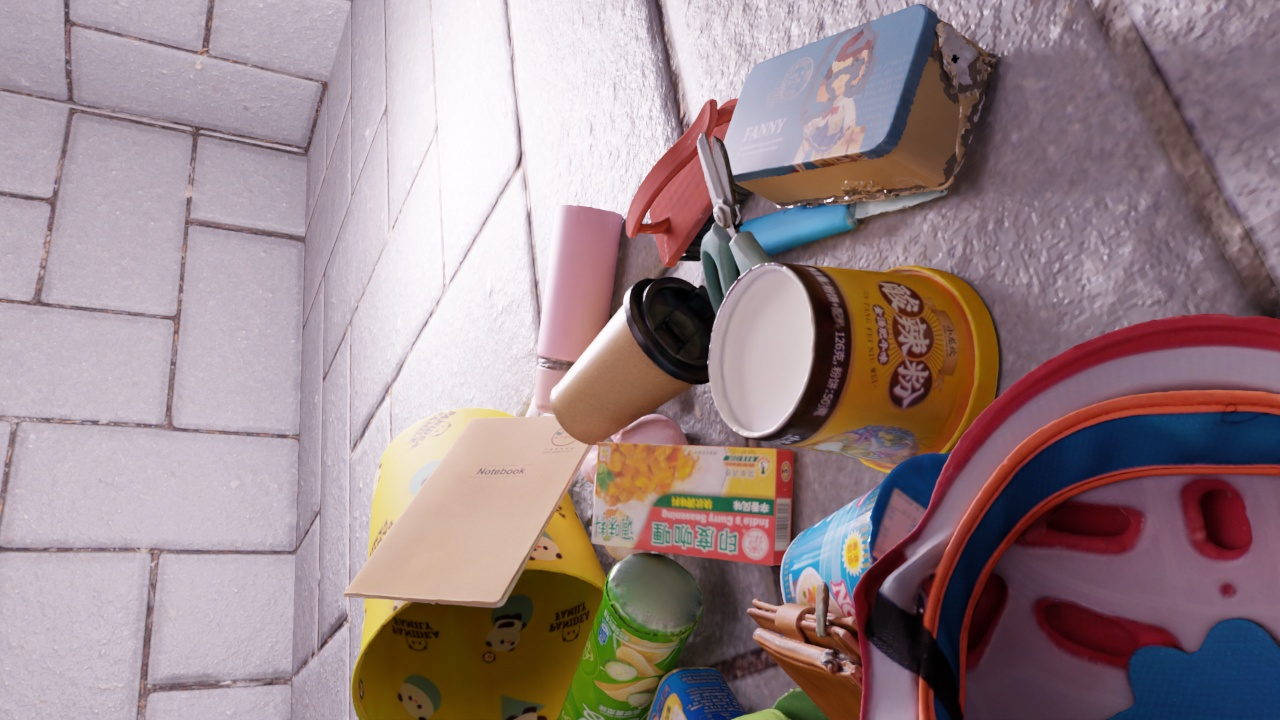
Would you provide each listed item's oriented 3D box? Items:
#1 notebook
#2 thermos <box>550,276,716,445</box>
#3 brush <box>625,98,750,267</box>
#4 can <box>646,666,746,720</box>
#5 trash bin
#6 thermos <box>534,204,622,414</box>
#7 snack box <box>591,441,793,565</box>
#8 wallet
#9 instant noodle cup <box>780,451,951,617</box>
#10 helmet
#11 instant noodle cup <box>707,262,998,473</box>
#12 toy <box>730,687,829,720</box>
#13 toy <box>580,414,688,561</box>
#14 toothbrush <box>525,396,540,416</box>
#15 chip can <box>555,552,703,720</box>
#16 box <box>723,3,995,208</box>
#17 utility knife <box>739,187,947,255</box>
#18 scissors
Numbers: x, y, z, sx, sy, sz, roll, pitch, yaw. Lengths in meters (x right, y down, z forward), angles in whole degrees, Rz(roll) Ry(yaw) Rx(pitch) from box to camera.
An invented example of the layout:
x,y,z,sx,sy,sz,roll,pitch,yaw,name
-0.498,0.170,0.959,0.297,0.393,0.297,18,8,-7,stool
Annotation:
x,y,z,sx,sy,sz,roll,pitch,yaw,name
-0.126,0.112,0.736,0.148,0.008,0.207,-4,35,27,notebook
-0.004,0.004,0.711,0.144,0.093,0.093,-41,48,35,thermos
0.044,-0.139,0.696,0.146,0.069,0.063,-51,42,45,brush
0.041,0.276,0.631,0.083,0.057,0.102,49,126,57,can
-0.147,0.189,0.841,0.255,0.229,0.230,-117,42,-55,trash bin
-0.061,-0.046,0.889,0.087,0.067,0.198,-36,-48,-85,thermos
0.033,0.098,0.651,0.156,0.027,0.077,-2,82,38,snack box
0.102,0.157,0.440,0.119,0.035,0.131,49,164,0,wallet
0.129,0.109,0.472,0.110,0.099,0.099,134,135,-60,instant noodle cup
0.186,0.116,0.296,0.207,0.144,0.239,-11,43,39,helmet
0.109,0.000,0.499,0.119,0.114,0.118,-24,63,58,instant noodle cup
0.084,0.315,0.508,0.228,0.089,0.246,-30,62,45,toy
-0.008,0.091,0.760,0.121,0.054,0.159,-62,31,17,toy
-0.103,0.040,0.922,0.179,0.016,0.016,-84,5,-61,toothbrush
-0.015,0.239,0.697,0.072,0.072,0.222,-116,35,-45,chip can
0.118,-0.145,0.556,0.184,0.061,0.089,6,76,60,box
0.117,-0.092,0.602,0.218,0.018,0.034,-7,62,61,utility knife
0.071,-0.067,0.601,0.143,0.019,0.180,49,158,47,scissors
